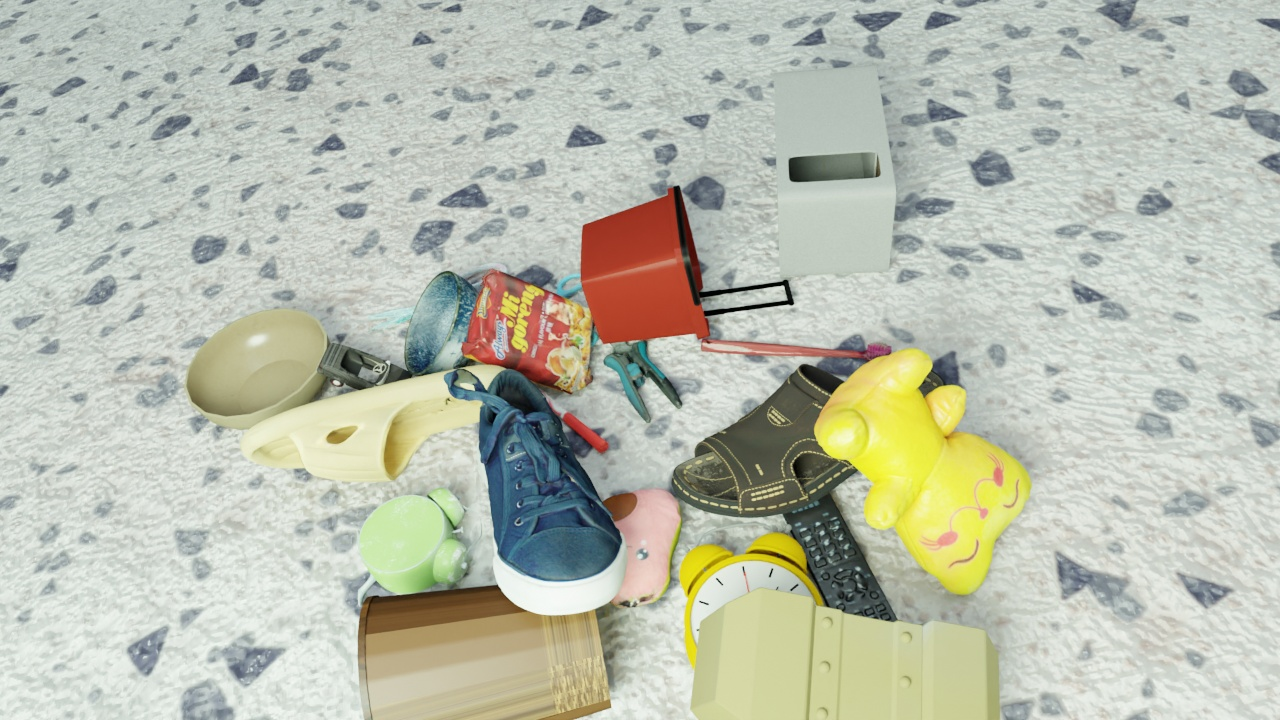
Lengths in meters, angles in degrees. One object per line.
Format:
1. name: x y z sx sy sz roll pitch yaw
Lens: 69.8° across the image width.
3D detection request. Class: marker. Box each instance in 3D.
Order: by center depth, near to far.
1. marker: -0.083 0.049 0.915 0.012 0.013 0.142 -39 54 -22

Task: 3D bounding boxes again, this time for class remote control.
1. remote control: 0.165 0.178 0.755 0.047 0.022 0.150 -18 51 -6

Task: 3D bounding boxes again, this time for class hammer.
1. hammer: 0.120 0.327 0.575 0.190 0.101 0.324 12 64 -5

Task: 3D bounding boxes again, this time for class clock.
1. clock: 0.088 0.198 0.731 0.113 0.052 0.151 -10 53 1
2. clock: -0.200 0.163 0.820 0.119 0.043 0.094 -15 50 -4

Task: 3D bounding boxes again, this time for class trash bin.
1. trash bin: 0.209 -0.213 1.019 0.114 0.115 0.228 -2 49 9

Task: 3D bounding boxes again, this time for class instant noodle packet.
1. instant noodle packet: -0.107 -0.029 0.926 0.135 0.040 0.098 21 63 -22

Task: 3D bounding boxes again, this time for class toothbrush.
1. toothbrush: 0.155 -0.012 0.922 0.190 0.016 0.016 3 51 13

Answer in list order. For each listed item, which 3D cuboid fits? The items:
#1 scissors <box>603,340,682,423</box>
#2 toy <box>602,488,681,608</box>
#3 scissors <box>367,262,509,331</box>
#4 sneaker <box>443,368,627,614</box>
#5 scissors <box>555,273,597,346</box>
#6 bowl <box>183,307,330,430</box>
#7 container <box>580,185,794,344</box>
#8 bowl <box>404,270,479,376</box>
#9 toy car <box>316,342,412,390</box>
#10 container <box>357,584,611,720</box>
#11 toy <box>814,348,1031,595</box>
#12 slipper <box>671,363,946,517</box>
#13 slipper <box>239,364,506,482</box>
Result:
1. scissors: -0.009 0.011 0.931 0.127 0.019 0.141 8 50 18
2. toy: -0.004 0.160 0.779 0.090 0.051 0.109 -14 49 3
3. scissors: -0.231 -0.072 1.049 0.179 0.016 0.102 -11 44 7
4. sneaker: -0.088 0.085 0.745 0.120 0.127 0.294 -6 25 -15
5. scissors: -0.095 -0.055 1.009 0.135 0.015 0.133 18 56 21
6. bowl: -0.398 0.016 0.976 0.152 0.050 0.152 -5 49 6
7. container: 0.047 -0.098 0.944 0.201 0.127 0.147 -12 39 8
8. bowl: -0.195 -0.030 0.964 0.115 0.060 0.114 -30 49 42
9. toy car: -0.283 0.012 0.948 0.092 0.037 0.040 24 49 -16
10. container: -0.113 0.230 0.697 0.167 0.132 0.132 -10 48 -6
11. toy: 0.220 0.089 0.736 0.134 0.194 0.088 -53 17 -19
12. slipper: 0.151 0.057 0.813 0.267 0.076 0.113 -23 30 -10
13. slipper: -0.238 0.075 0.874 0.261 0.111 0.079 -16 70 -9
